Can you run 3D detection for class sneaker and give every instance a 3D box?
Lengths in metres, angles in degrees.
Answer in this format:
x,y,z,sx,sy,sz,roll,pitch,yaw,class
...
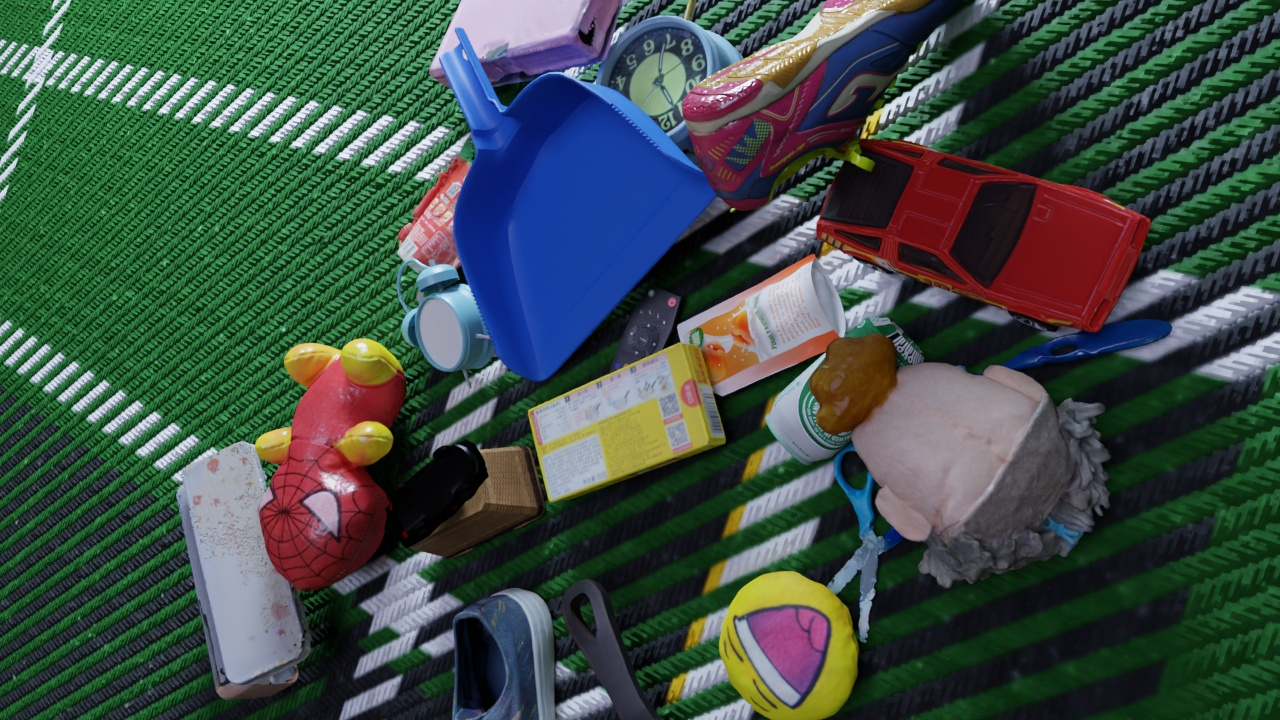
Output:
x,y,z,sx,sy,sz,roll,pitch,yaw,class
0.131,-0.180,0.589,0.241,0.091,0.116,-37,29,-18,sneaker
-0.104,0.287,0.666,0.088,0.079,0.235,-17,72,28,sneaker

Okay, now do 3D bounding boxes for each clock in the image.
x,y,z,sx,sy,sz,roll,pitch,yaw,class
-0.170,-0.039,0.787,0.123,0.041,0.088,44,127,22,clock
0.026,-0.186,0.693,0.118,0.060,0.162,-25,70,25,clock

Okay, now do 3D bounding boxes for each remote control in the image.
x,y,z,sx,sy,sz,roll,pitch,yaw,class
-0.004,0.004,0.702,0.039,0.010,0.125,26,95,33,remote control

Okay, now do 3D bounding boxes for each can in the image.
x,y,z,sx,sy,sz,roll,pitch,yaw,class
0.131,0.019,0.587,0.101,0.053,0.053,-44,61,17,can

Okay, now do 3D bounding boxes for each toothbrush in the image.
x,y,z,sx,sy,sz,roll,pitch,yaw,class
0.241,-0.003,0.544,0.133,0.016,0.021,-18,43,28,toothbrush

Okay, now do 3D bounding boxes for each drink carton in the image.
x,y,z,sx,sy,sz,roll,pitch,yaw,class
0.079,-0.018,0.644,0.122,0.038,0.069,-26,67,32,drink carton

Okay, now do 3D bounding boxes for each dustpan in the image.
x,y,z,sx,sy,sz,roll,pitch,yaw,class
-0.084,-0.153,0.707,0.246,0.059,0.257,-45,62,39,dustpan

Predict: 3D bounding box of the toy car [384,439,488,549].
x,y,z,sx,sy,sz,roll,pitch,yaw,class
-0.149,0.099,0.685,0.092,0.036,0.042,-41,63,8,toy car

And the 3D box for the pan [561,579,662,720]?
x,y,z,sx,sy,sz,roll,pitch,yaw,class
0.040,0.302,0.593,0.249,0.043,0.355,-40,62,20,pan

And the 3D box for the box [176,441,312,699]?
x,y,z,sx,sy,sz,roll,pitch,yaw,class
-0.364,0.197,0.852,0.095,0.108,0.216,-20,65,-12,box

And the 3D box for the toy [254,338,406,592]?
x,y,z,sx,sy,sz,roll,pitch,yaw,class
-0.266,0.091,0.799,0.148,0.098,0.216,-3,77,43,toy

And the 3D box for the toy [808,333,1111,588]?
x,y,z,sx,sy,sz,roll,pitch,yaw,class
0.174,0.050,0.525,0.176,0.076,0.132,39,74,13,toy

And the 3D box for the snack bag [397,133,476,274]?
x,y,z,sx,sy,sz,roll,pitch,yaw,class
-0.154,-0.143,0.814,0.087,0.044,0.155,43,99,26,snack bag

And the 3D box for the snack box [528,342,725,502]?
x,y,z,sx,sy,sz,roll,pitch,yaw,class
-0.014,0.048,0.674,0.153,0.025,0.075,-24,73,32,snack box

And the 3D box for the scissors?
x,y,z,sx,sy,sz,roll,pitch,yaw,class
0.156,0.119,0.576,0.104,0.015,0.133,6,85,32,scissors

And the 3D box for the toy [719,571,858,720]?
x,y,z,sx,sy,sz,roll,pitch,yaw,class
0.094,0.183,0.584,0.094,0.041,0.095,-45,61,19,toy

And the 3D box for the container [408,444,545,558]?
x,y,z,sx,sy,sz,roll,pitch,yaw,class
-0.142,0.113,0.737,0.114,0.061,0.063,-28,66,25,container

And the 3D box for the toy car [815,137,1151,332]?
x,y,z,sx,sy,sz,roll,pitch,yaw,class
0.202,-0.081,0.563,0.189,0.056,0.081,27,96,32,toy car

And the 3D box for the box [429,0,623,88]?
x,y,z,sx,sy,sz,roll,pitch,yaw,class
-0.093,-0.279,0.768,0.233,0.046,0.098,9,73,50,box
